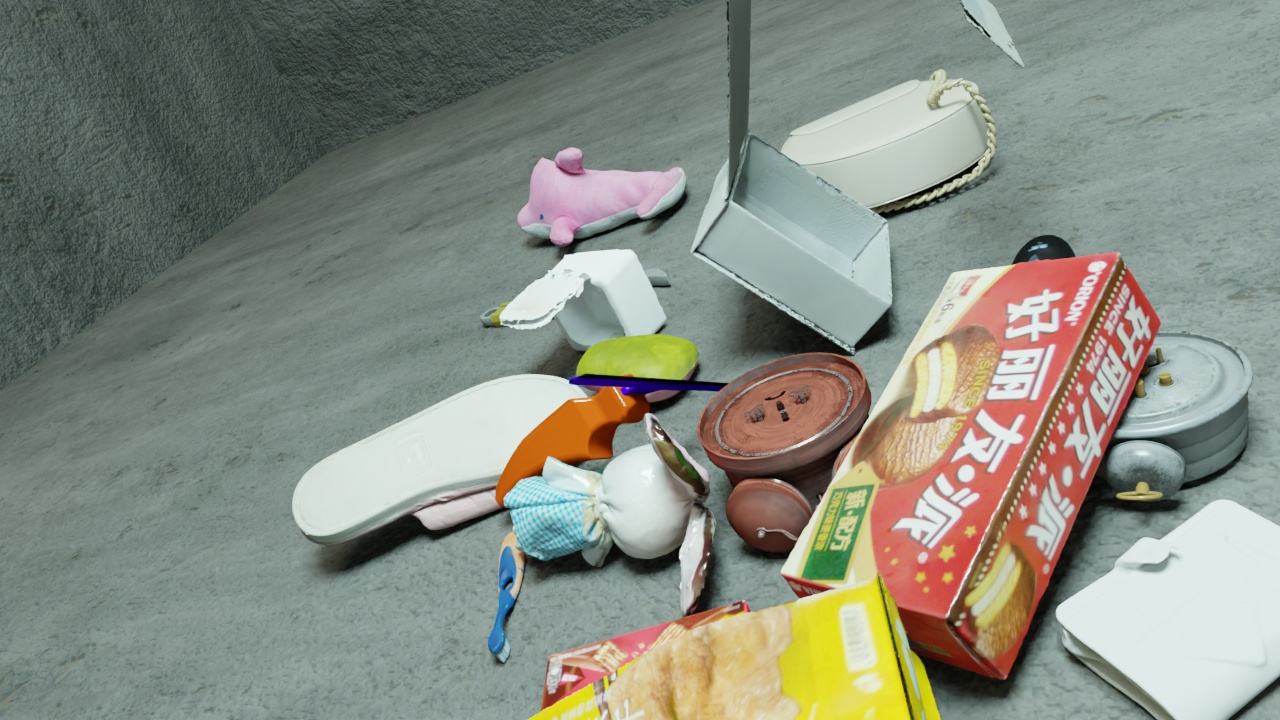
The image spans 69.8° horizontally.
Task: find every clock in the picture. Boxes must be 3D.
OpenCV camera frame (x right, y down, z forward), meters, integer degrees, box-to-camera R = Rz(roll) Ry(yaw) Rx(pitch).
[{"bbox_3d":[0.107,0.064,0.613,0.120,0.072,0.157,-23,26,6],"label":"clock"},{"bbox_3d":[0.289,0.033,0.523,0.104,0.056,0.147,-7,30,37],"label":"clock"}]

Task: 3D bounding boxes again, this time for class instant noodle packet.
[{"bbox_3d":[0.030,0.210,0.409,0.222,0.084,0.162,-23,37,19],"label":"instant noodle packet"}]

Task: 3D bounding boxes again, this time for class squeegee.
[{"bbox_3d":[-0.047,0.057,0.713,0.185,0.055,0.249,-40,-20,21],"label":"squeegee"}]

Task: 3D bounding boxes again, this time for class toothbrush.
[{"bbox_3d":[-0.098,0.170,0.674,0.021,0.017,0.135,-19,25,6],"label":"toothbrush"}]

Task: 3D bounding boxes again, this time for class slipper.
[{"bbox_3d":[-0.168,0.092,0.805,0.274,0.054,0.114,-20,52,-2],"label":"slipper"}]

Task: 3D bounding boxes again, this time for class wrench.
[{"bbox_3d":[-0.086,-0.068,1.088,0.274,0.018,0.083,-5,33,36],"label":"wrench"}]

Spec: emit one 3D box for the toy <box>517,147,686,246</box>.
[{"bbox_3d":[-0.069,-0.235,1.258,0.266,0.128,0.186,-4,30,28],"label":"toy"}]

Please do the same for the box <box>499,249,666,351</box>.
[{"bbox_3d":[-0.066,-0.046,0.914,0.109,0.124,0.136,0,39,41],"label":"box"}]

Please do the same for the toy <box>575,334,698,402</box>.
[{"bbox_3d":[-0.005,0.005,0.832,0.110,0.051,0.089,5,29,21],"label":"toy"}]

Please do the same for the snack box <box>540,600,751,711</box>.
[{"bbox_3d":[0.005,0.193,0.528,0.133,0.021,0.089,-20,28,13],"label":"snack box"}]

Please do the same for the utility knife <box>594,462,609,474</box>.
[{"bbox_3d":[-0.030,0.093,0.749,0.128,0.015,0.022,-29,30,-10],"label":"utility knife"}]

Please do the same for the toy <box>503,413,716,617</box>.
[{"bbox_3d":[-0.016,0.109,0.651,0.206,0.131,0.105,-15,-4,42],"label":"toy"}]

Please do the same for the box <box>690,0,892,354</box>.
[{"bbox_3d":[0.100,-0.192,0.747,0.150,0.369,0.166,-13,30,20],"label":"box"}]

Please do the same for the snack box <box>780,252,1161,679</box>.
[{"bbox_3d":[0.186,0.048,0.513,0.113,0.060,0.235,0,50,56],"label":"snack box"}]

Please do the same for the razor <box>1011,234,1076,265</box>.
[{"bbox_3d":[0.293,-0.057,0.674,0.053,0.064,0.140,-8,33,30],"label":"razor"}]

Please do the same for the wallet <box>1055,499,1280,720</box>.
[{"bbox_3d":[0.264,0.114,0.428,0.116,0.032,0.086,-32,29,-12],"label":"wallet"}]

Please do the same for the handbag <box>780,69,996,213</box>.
[{"bbox_3d":[0.260,-0.239,0.993,0.211,0.103,0.208,-22,23,5],"label":"handbag"}]
